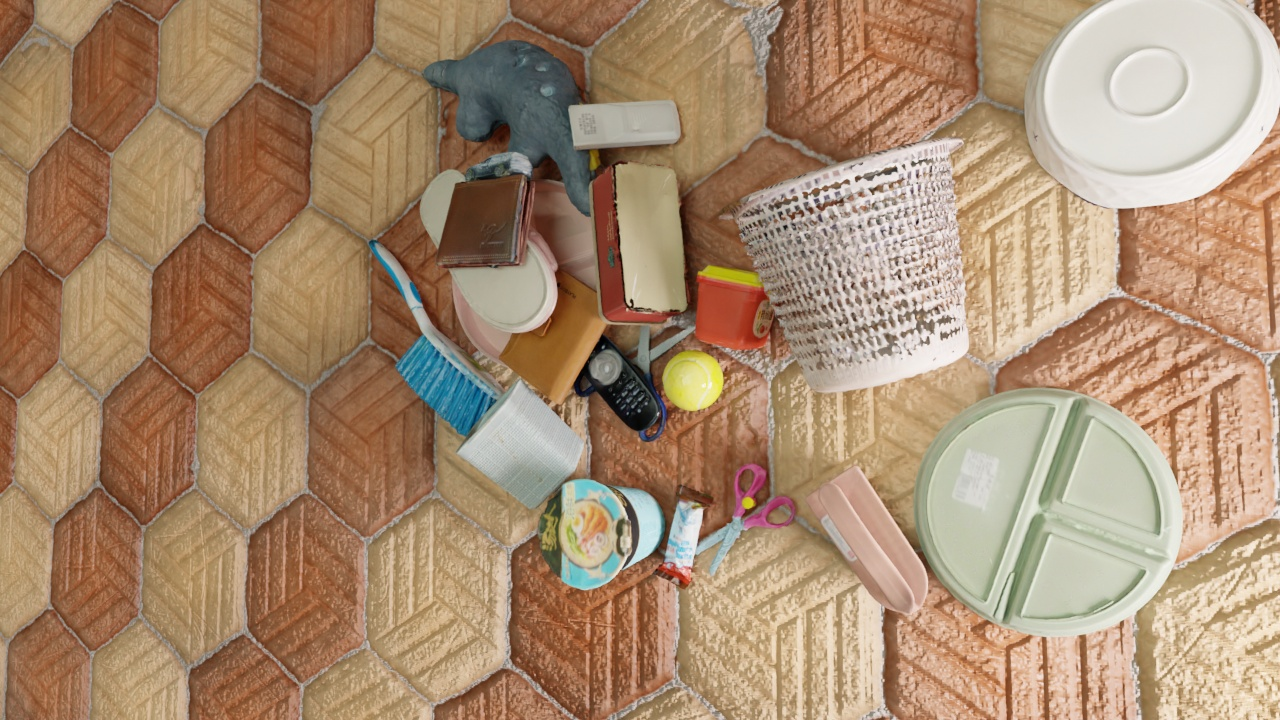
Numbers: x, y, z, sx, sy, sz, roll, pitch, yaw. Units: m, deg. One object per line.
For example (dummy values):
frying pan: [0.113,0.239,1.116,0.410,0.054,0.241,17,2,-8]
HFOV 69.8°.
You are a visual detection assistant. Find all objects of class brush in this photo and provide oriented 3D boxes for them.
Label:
brush: [-0.276,-0.030,1.161,0.314,0.060,0.109,39,97,25]
brush: [0.223,0.178,0.887,0.063,0.073,0.145,-37,73,18]

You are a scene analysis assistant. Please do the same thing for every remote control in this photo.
remote control: [-0.025,0.022,1.031,0.053,0.024,0.136,-46,69,16]
remote control: [-0.017,-0.265,1.025,0.125,0.024,0.049,-8,82,-13]

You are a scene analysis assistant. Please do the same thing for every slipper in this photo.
slipper: [-0.176,-0.129,1.082,0.114,0.054,0.274,-50,56,12]

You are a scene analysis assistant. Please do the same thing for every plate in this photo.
plate: [0.453,-0.241,0.820,0.205,0.045,0.204,-3,84,26]
plate: [0.367,0.139,0.844,0.231,0.027,0.230,-3,84,26]
plate: [-0.127,-0.102,1.104,0.230,0.028,0.229,-2,87,26]

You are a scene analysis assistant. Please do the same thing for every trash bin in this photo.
trash bin: [0.206,-0.080,0.851,0.228,0.227,0.192,-15,92,24]

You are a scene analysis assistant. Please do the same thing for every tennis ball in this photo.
tennis ball: [0.056,0.021,0.983,0.066,0.065,0.065,-2,85,26]

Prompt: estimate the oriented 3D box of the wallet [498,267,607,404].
wallet: [-0.096,-0.032,1.045,0.108,0.031,0.132,35,99,31]

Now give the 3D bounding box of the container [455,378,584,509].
container: [-0.132,0.098,1.041,0.111,0.090,0.090,43,107,-9]

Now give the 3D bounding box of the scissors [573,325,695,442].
scissors: [-0.004,0.010,1.044,0.163,0.012,0.175,-10,80,24]

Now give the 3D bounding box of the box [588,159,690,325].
box: [0.004,-0.128,0.993,0.077,0.091,0.168,-20,73,59]

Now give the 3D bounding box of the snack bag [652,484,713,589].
snack bag: [0.046,0.191,0.997,0.048,0.026,0.104,18,95,32]

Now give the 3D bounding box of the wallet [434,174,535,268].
wallet: [-0.176,-0.154,1.036,0.125,0.032,0.101,2,79,35]

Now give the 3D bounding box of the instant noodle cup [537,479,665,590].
instant noodle cup: [-0.031,0.181,0.985,0.111,0.120,0.111,-3,84,27]

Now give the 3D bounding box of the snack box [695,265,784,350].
snack box: [0.099,-0.054,0.957,0.082,0.091,0.080,16,100,27]

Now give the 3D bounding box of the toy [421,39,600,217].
toy: [-0.145,-0.307,1.094,0.356,0.091,0.138,39,114,29]

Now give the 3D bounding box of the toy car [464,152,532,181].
toy car: [-0.164,-0.218,1.061,0.091,0.042,0.034,-1,84,42]

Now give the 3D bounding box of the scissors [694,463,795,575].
scissors: [0.111,0.180,0.975,0.093,0.017,0.137,31,104,23]
